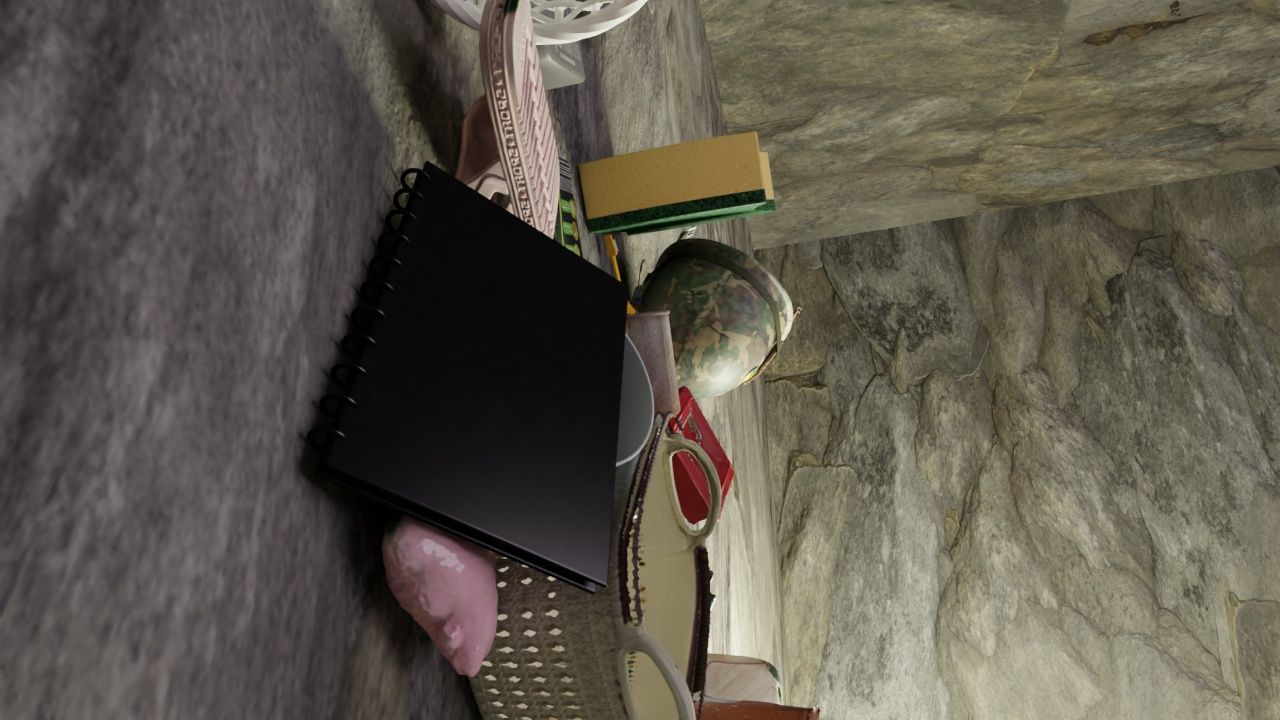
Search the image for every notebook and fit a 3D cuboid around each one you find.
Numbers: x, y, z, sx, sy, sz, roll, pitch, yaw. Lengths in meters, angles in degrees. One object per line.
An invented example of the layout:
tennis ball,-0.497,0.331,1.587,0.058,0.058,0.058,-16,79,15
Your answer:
notebook,-0.082,-0.002,0.523,0.169,0.019,0.230,30,41,-26

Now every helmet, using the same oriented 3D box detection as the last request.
helmet,0.090,-0.059,1.159,0.235,0.193,0.225,-57,173,-25

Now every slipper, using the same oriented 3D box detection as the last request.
slipper,-0.100,-0.151,0.655,0.240,0.064,0.094,88,5,-60

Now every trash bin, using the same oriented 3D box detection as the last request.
trash bin,0.055,0.397,0.720,0.181,0.157,0.259,52,43,-67

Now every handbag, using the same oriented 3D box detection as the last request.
handbag,0.077,0.405,0.944,0.198,0.142,0.096,-79,156,-59

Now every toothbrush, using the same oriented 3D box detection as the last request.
toothbrush,-0.016,-0.051,1.065,0.030,0.031,0.197,-45,127,-58

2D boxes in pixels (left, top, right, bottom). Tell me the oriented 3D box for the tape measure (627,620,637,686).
tape measure,-0.015,0.251,0.798,0.036,0.059,0.065,51,35,-66

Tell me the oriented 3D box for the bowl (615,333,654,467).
bowl,-0.070,0.022,0.594,0.144,0.074,0.143,27,42,-28

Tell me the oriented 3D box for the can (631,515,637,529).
can,-0.018,0.136,0.875,0.138,0.054,0.053,69,18,-48

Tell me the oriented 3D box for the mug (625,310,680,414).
mug,-0.006,0.005,0.930,0.122,0.096,0.110,-13,101,-73

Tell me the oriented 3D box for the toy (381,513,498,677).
toy,-0.101,0.118,0.488,0.099,0.053,0.096,-40,114,-82

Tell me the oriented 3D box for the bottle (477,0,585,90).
bottle,-0.096,-0.294,0.804,0.173,0.046,0.084,-39,120,-76

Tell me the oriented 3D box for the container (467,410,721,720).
container,-0.023,0.153,0.625,0.251,0.143,0.185,-70,148,-66

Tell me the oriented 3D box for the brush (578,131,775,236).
brush,0.052,-0.201,1.081,0.249,0.195,0.075,-32,114,-77

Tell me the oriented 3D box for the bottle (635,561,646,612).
bottle,0.014,0.263,0.902,0.163,0.071,0.071,-78,157,-59

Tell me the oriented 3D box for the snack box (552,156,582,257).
snack box,-0.077,-0.109,0.826,0.080,0.025,0.147,-21,103,-78

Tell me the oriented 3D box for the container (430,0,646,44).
container,-0.070,-0.351,0.622,0.189,0.189,0.186,65,20,-55

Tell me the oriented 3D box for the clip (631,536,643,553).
clip,-0.027,0.167,0.826,0.054,0.101,0.040,21,-48,52

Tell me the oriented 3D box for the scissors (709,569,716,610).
scissors,0.045,0.285,0.962,0.151,0.019,0.130,133,-21,-63

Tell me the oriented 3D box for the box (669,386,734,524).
box,0.019,0.114,1.006,0.135,0.117,0.157,65,17,-6
